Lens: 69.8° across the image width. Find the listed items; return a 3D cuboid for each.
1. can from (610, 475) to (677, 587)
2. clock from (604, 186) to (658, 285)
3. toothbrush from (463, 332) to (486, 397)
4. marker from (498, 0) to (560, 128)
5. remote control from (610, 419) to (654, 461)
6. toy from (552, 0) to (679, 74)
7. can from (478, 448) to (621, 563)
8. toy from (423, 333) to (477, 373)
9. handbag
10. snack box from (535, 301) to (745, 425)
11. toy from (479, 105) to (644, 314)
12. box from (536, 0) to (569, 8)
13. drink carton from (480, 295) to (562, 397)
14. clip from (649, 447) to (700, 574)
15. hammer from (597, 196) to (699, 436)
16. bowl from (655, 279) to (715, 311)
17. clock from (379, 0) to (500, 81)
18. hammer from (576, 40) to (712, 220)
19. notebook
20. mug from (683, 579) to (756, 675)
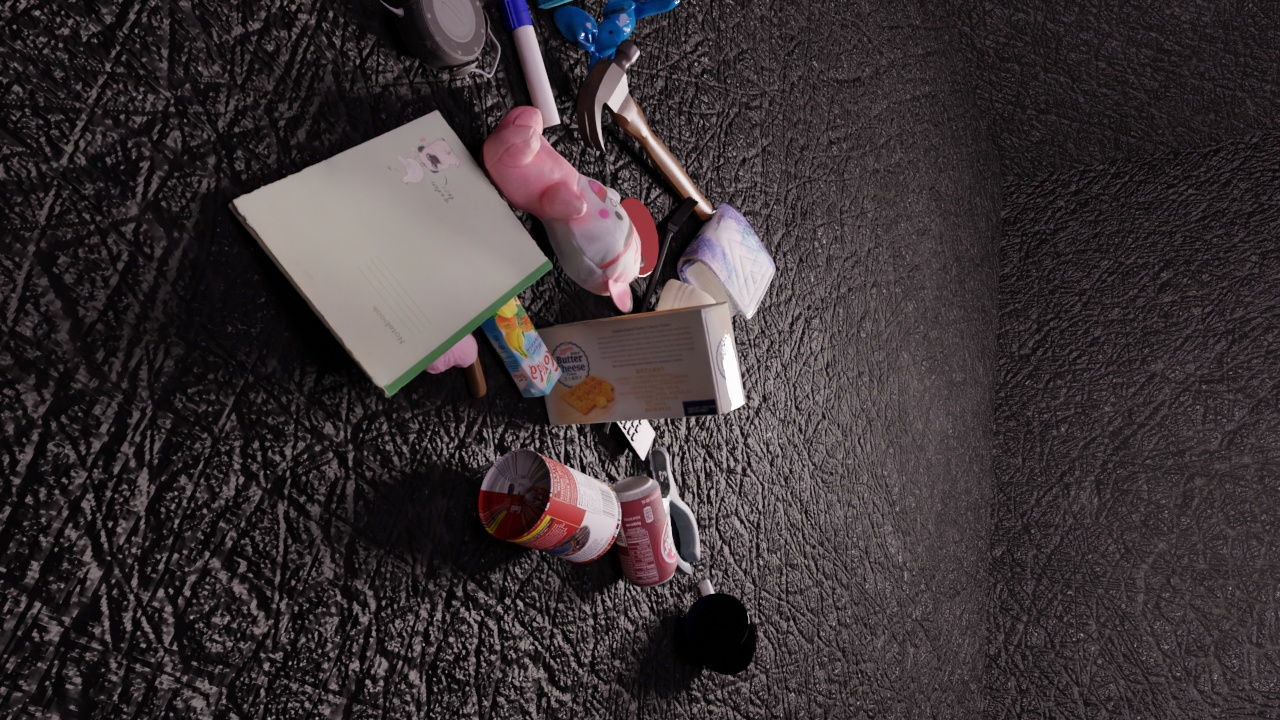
[{"bbox_3d":[0.001,0.192,1.035,0.063,0.063,0.114,-32,111,-56],"label":"can"},{"bbox_3d":[-0.029,-0.142,1.055,0.137,0.048,0.096,23,66,-53],"label":"clock"},{"bbox_3d":[-0.168,-0.046,0.848,0.016,0.016,0.167,-27,107,-56],"label":"toothbrush"},{"bbox_3d":[-0.116,-0.314,0.971,0.027,0.023,0.133,-26,108,-34],"label":"marker"},{"bbox_3d":[-0.030,0.051,1.051,0.150,0.022,0.047,59,40,-32],"label":"remote control"},{"bbox_3d":[-0.031,-0.390,1.066,0.176,0.071,0.113,-50,134,-18],"label":"toy"},{"bbox_3d":[-0.085,0.142,0.883,0.116,0.087,0.086,34,57,-51],"label":"can"},{"bbox_3d":[-0.192,-0.023,0.774,0.095,0.053,0.099,-38,106,-39],"label":"toy"},{"bbox_3d":[0.116,-0.132,1.279,0.126,0.069,0.158,53,40,-19],"label":"handbag"},{"bbox_3d":[-0.005,0.005,0.918,0.057,0.208,0.104,-22,103,-56],"label":"snack box"},{"bbox_3d":[-0.071,-0.149,0.911,0.213,0.084,0.141,46,15,-21],"label":"toy"},{"bbox_3d":[0.000,-0.463,1.035,0.056,0.186,0.226,62,37,-14],"label":"box"},{"bbox_3d":[-0.122,-0.020,0.896,0.129,0.039,0.044,62,38,-30],"label":"drink carton"},{"bbox_3d":[0.040,0.183,1.136,0.107,0.028,0.163,-56,132,-48],"label":"clip"},{"bbox_3d":[0.004,-0.055,1.060,0.015,0.095,0.324,28,56,-17],"label":"hammer"},{"bbox_3d":[0.063,-0.019,1.112,0.150,0.075,0.150,10,89,-77],"label":"bowl"},{"bbox_3d":[-0.183,-0.310,0.842,0.123,0.044,0.091,43,50,-47],"label":"clock"},{"bbox_3d":[0.019,-0.259,1.143,0.115,0.033,0.323,-60,148,-5],"label":"hammer"},{"bbox_3d":[-0.190,-0.101,0.770,0.182,0.010,0.251,54,38,-9],"label":"notebook"},{"bbox_3d":[0.102,0.342,1.171,0.100,0.085,0.118,66,4,-47],"label":"mug"}]
